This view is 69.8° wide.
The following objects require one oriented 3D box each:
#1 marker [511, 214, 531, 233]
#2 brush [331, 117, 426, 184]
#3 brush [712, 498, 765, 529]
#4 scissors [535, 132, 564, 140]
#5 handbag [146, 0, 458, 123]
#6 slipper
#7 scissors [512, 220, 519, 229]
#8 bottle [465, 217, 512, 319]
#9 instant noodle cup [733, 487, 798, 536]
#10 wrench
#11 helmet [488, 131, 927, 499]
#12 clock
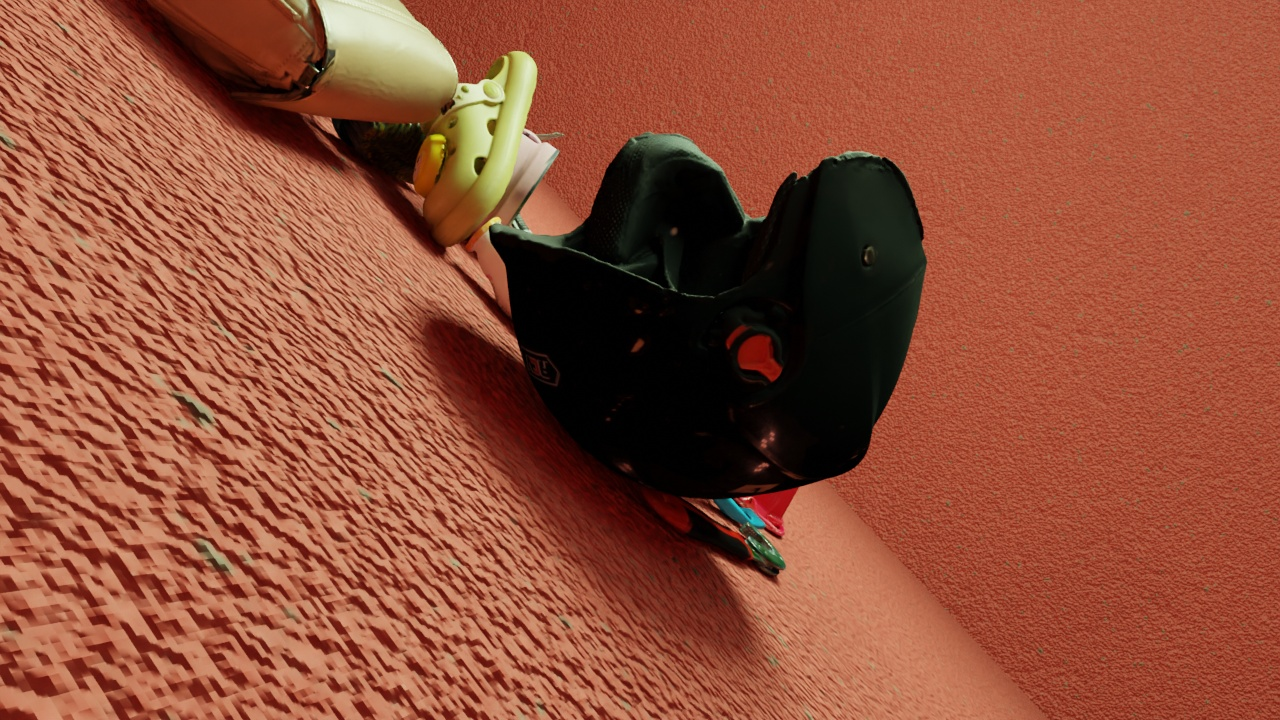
[{"bbox_3d":[-0.117,-0.121,1.052,0.130,0.018,0.023,57,-4,22],"label":"marker"},{"bbox_3d":[-0.211,-0.193,0.759,0.073,0.055,0.143,48,6,8],"label":"brush"},{"bbox_3d":[0.053,0.101,0.763,0.083,0.046,0.254,45,0,36],"label":"brush"},{"bbox_3d":[-0.161,-0.208,0.912,0.163,0.172,0.012,102,-24,-57],"label":"scissors"},{"bbox_3d":[-0.218,-0.215,0.602,0.148,0.100,0.204,44,19,7],"label":"handbag"},{"bbox_3d":[-0.141,-0.178,0.727,0.081,0.092,0.190,26,58,-22],"label":"slipper"},{"bbox_3d":[-0.120,-0.119,0.959,0.174,0.014,0.136,55,11,-14],"label":"scissors"},{"bbox_3d":[-0.086,-0.061,0.713,0.108,0.063,0.063,46,6,-2],"label":"bottle"},{"bbox_3d":[0.112,0.102,1.016,0.194,0.066,0.193,45,5,-5],"label":"instant noodle cup"},{"bbox_3d":[0.063,0.131,0.695,0.056,0.016,0.273,47,5,29],"label":"wrench"},{"bbox_3d":[0.040,-0.024,0.576,0.274,0.230,0.234,-5,16,-27],"label":"helmet"},{"bbox_3d":[-0.131,-0.164,0.860,0.060,0.117,0.158,33,10,-10],"label":"clock"}]
